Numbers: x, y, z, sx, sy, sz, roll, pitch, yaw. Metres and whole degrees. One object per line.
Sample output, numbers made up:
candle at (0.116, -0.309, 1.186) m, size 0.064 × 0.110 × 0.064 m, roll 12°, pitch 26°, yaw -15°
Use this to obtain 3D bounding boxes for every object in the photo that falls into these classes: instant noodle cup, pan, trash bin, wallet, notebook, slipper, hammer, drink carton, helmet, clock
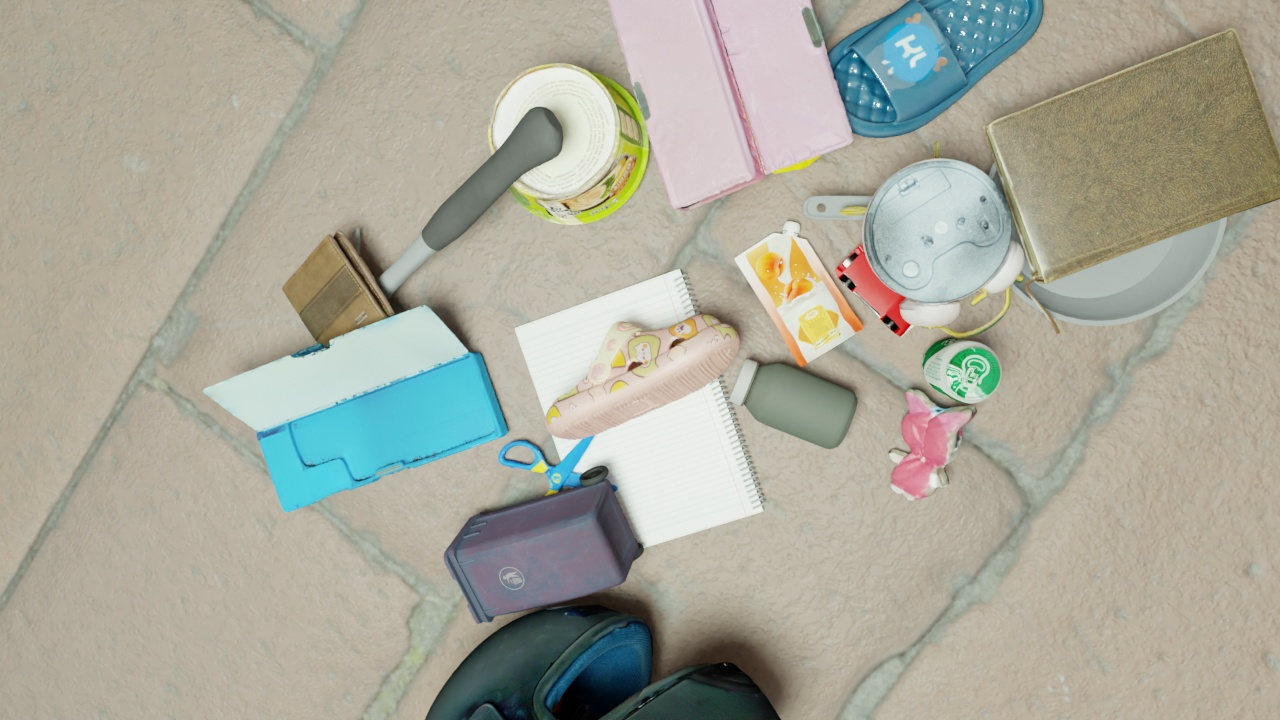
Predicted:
instant noodle cup at (-0.069, -0.200, 0.838) m, size 0.146 × 0.097 × 0.146 m, roll 1°, pitch 94°, yaw 8°
pan at (0.324, -0.133, 0.813) m, size 0.357 × 0.050 × 0.201 m, roll 1°, pitch 94°, yaw 8°
trash bin at (-0.092, 0.177, 0.864) m, size 0.161 × 0.092 × 0.094 m, roll -18°, pitch 105°, yaw 18°
wallet at (-0.295, -0.057, 0.891) m, size 0.121 × 0.026 × 0.098 m, roll -32°, pitch 91°, yaw 40°
notebook at (-0.001, 0.056, 0.892) m, size 0.178 × 0.013 × 0.245 m, roll -19°, pitch 92°, yaw 10°
slipper at (0.258, -0.271, 0.804) m, size 0.214 × 0.059 × 0.104 m, roll -30°, pitch 93°, yaw 2°
notebook at (0.416, -0.147, 0.768) m, size 0.215 × 0.034 × 0.190 m, roll -19°, pitch 92°, yaw 6°
hammer at (-0.179, -0.125, 0.831) m, size 0.312 × 0.029 × 0.125 m, roll -35°, pitch 86°, yaw 34°
drink carton at (0.146, -0.064, 0.855) m, size 0.069 × 0.039 × 0.122 m, roll -33°, pitch 83°, yaw 9°
helmet at (-0.057, 0.334, 0.806) m, size 0.316 × 0.249 × 0.236 m, roll -46°, pitch 58°, yaw 9°
slipper at (-0.005, 0.005, 0.846) m, size 0.197 × 0.093 × 0.081 m, roll -28°, pitch 69°, yaw 13°
clock at (0.255, -0.093, 0.775) m, size 0.117 × 0.058 × 0.158 m, roll -34°, pitch 93°, yaw 9°

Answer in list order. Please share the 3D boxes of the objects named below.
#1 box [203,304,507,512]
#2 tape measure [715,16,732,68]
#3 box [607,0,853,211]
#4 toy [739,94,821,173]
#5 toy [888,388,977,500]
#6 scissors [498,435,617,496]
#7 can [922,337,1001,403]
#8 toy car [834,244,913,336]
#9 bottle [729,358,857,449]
box at (-0.272, 0.041, 0.900) m, size 0.244 × 0.071 × 0.170 m, roll -19°, pitch 117°, yaw 9°
tape measure at (0.098, -0.300, 0.849) m, size 0.065 × 0.016 × 0.064 m, roll 38°, pitch 98°, yaw 3°
box at (0.072, -0.270, 0.815) m, size 0.179 × 0.039 × 0.232 m, roll -19°, pitch 87°, yaw 26°
toy at (0.130, -0.218, 0.839) m, size 0.095 × 0.041 × 0.094 m, roll 13°, pitch 99°, yaw 7°
toy at (0.266, 0.078, 0.844) m, size 0.065 × 0.050 × 0.102 m, roll 27°, pitch 109°, yaw 36°
scissors at (-0.083, 0.121, 0.901) m, size 0.125 × 0.015 × 0.127 m, roll 9°, pitch 104°, yaw 14°
can at (0.280, 0.008, 0.804) m, size 0.053 × 0.101 × 0.053 m, roll 1°, pitch 94°, yaw 7°
toy car at (0.222, -0.064, 0.846) m, size 0.089 × 0.025 × 0.038 m, roll 45°, pitch 98°, yaw 3°
bottle at (0.140, 0.037, 0.847) m, size 0.108 × 0.060 × 0.060 m, roll 22°, pitch 97°, yaw 6°
